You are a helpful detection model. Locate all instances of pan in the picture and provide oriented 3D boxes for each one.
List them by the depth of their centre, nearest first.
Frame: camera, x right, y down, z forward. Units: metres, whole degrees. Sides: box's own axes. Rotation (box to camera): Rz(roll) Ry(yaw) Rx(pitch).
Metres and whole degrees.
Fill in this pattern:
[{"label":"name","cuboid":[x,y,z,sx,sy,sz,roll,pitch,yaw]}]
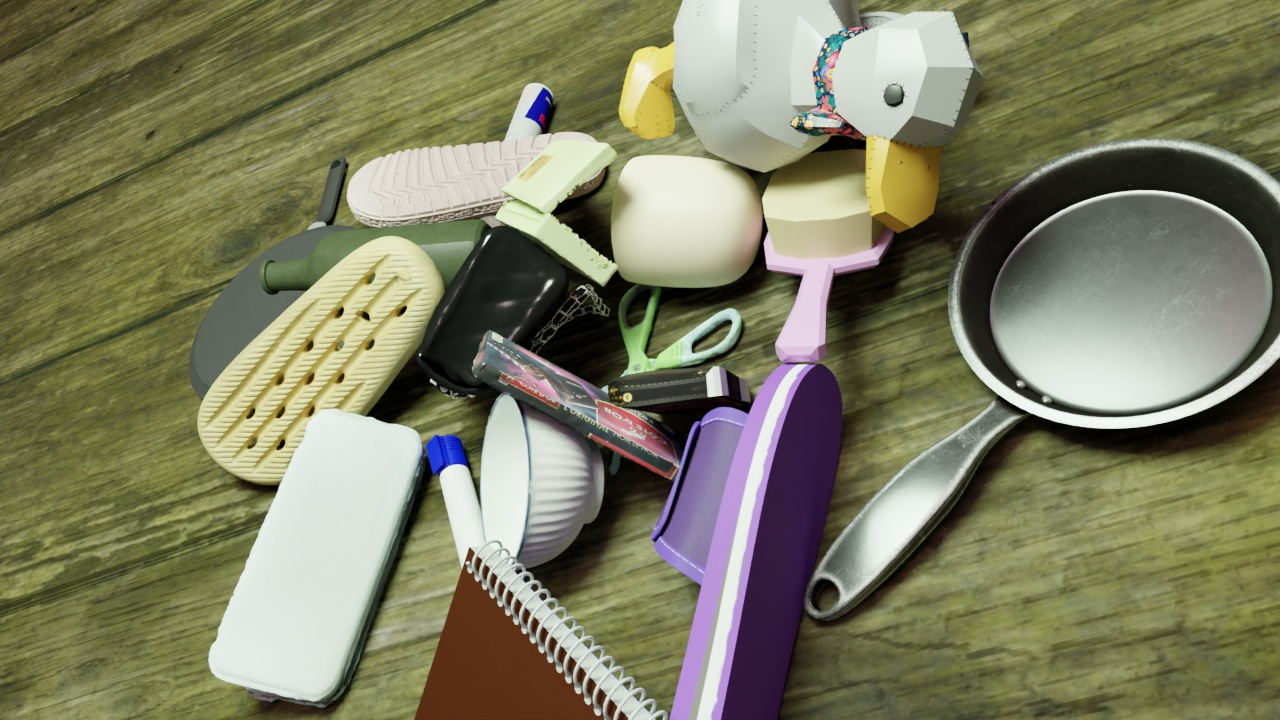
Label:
[{"label":"pan","cuboid":[0.223,0.018,0.537,0.357,0.055,0.187,-51,49,2]},{"label":"pan","cuboid":[-0.342,-0.094,0.929,0.226,0.034,0.355,-15,51,17]}]

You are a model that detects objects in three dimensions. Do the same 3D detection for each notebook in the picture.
[{"label":"notebook","cuboid":[-0.052,0.219,0.483,0.209,0.022,0.172,34,111,41]}]

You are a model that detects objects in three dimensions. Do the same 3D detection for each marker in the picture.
[{"label":"marker","cuboid":[-0.129,0.109,0.666,0.023,0.027,0.133,-45,44,19]}]

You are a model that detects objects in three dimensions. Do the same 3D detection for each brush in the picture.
[{"label":"brush","cuboid":[0.120,-0.078,0.614,0.089,0.043,0.228,-1,34,20]}]

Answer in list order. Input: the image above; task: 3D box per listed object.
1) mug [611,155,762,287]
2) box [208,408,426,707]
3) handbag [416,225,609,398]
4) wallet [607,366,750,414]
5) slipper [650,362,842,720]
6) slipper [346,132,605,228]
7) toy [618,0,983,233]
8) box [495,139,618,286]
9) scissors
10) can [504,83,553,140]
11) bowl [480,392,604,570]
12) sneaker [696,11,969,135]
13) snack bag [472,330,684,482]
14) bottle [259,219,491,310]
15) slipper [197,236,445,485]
[{"label":"mug","cuboid":[0.045,-0.111,0.700,0.100,0.096,0.119,7,44,19]},{"label":"box","cuboid":[-0.228,0.136,0.664,0.123,0.083,0.215,-8,52,27]},{"label":"handbag","cuboid":[-0.098,-0.021,0.689,0.125,0.114,0.154,-55,11,-3]},{"label":"wallet","cuboid":[0.028,0.020,0.587,0.072,0.123,0.019,-8,83,13]},{"label":"slipper","cuboid":[0.042,0.117,0.524,0.084,0.107,0.265,3,62,29]},{"label":"slipper","cuboid":[-0.149,-0.153,0.855,0.239,0.064,0.094,-10,52,-1]},{"label":"toy","cuboid":[0.104,-0.203,0.609,0.268,0.140,0.246,4,97,56]},{"label":"box","cuboid":[-0.056,-0.111,0.713,0.091,0.083,0.188,-38,21,-3]},{"label":"scissors","cuboid":[0.004,0.006,0.683,0.160,0.025,0.171,-1,60,20]},{"label":"can","cuboid":[-0.113,-0.233,0.915,0.032,0.032,0.095,-4,54,25]},{"label":"bowl","cuboid":[-0.063,0.081,0.616,0.062,0.118,0.118,4,43,-24]},{"label":"sneaker","cuboid":[0.142,-0.226,0.742,0.087,0.089,0.236,-18,14,-42]},{"label":"snack bag","cuboid":[-0.037,0.030,0.594,0.018,0.155,0.074,-57,15,12]},{"label":"bottle","cuboid":[-0.230,-0.080,0.804,0.207,0.071,0.071,-3,53,8]},{"label":"slipper","cuboid":[-0.255,0.002,0.768,0.262,0.079,0.111,-43,90,15]}]
